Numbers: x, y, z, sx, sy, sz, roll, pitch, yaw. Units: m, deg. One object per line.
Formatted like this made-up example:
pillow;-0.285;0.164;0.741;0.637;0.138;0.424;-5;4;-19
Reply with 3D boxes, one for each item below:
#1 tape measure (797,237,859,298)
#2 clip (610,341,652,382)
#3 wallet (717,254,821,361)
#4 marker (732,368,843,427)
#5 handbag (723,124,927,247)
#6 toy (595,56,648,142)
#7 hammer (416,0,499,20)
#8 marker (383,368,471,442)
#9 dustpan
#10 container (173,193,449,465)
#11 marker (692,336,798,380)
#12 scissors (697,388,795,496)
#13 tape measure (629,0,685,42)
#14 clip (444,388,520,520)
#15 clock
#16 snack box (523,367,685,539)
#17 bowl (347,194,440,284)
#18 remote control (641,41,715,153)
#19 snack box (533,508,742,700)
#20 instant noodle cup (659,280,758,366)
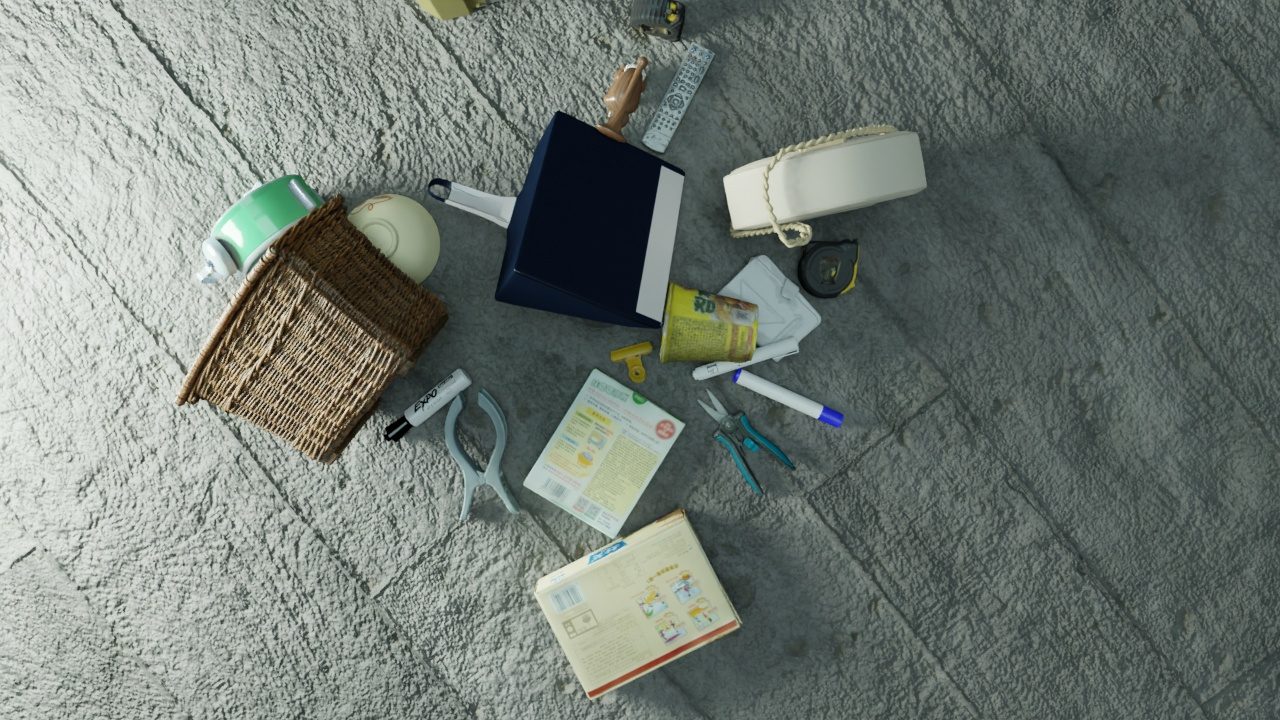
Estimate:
tape measure;0.225;-0.110;1.104;0.071;0.042;0.072;-1;97;-4
clip;-0.007;0.005;1.123;0.053;0.035;0.046;-15;76;-1
wallet;0.156;-0.064;1.111;0.116;0.032;0.086;42;95;-3
marker;0.181;0.046;1.124;0.141;0.020;0.020;24;93;-2
handbag;0.201;-0.189;1.014;0.210;0.208;0.103;-12;97;0
toy;-0.020;-0.306;1.077;0.041;0.055;0.101;25;86;-17
hammer;-0.170;-0.461;0.931;0.190;0.325;0.100;-13;94;0
marker;-0.261;0.056;1.118;0.126;0.025;0.025;-38;94;2
dustpan;-0.100;-0.162;1.035;0.273;0.080;0.235;22;57;-19
container;-0.350;-0.020;1.014;0.183;0.161;0.251;38;119;-11
marker;0.126;0.000;1.108;0.134;0.017;0.020;-18;89;14
scissors;0.130;0.102;1.129;0.149;0.019;0.122;12;98;4
tape measure;0.020;-0.398;1.067;0.062;0.067;0.038;12;94;-1
clip;-0.211;0.117;1.115;0.108;0.028;0.163;-10;101;2
clock;-0.440;-0.144;1.051;0.161;0.122;0.075;-38;95;-2
snack box;-0.044;0.114;1.123;0.132;0.027;0.168;32;93;-3
bowl;-0.302;-0.140;1.078;0.118;0.074;0.118;0;94;-1
remote control;0.045;-0.313;1.100;0.033;0.013;0.136;28;93;-2
snack box;-0.003;0.296;1.123;0.207;0.055;0.153;-27;94;1
instant noodle cup;0.080;-0.039;1.073;0.108;0.102;0.102;7;94;2
